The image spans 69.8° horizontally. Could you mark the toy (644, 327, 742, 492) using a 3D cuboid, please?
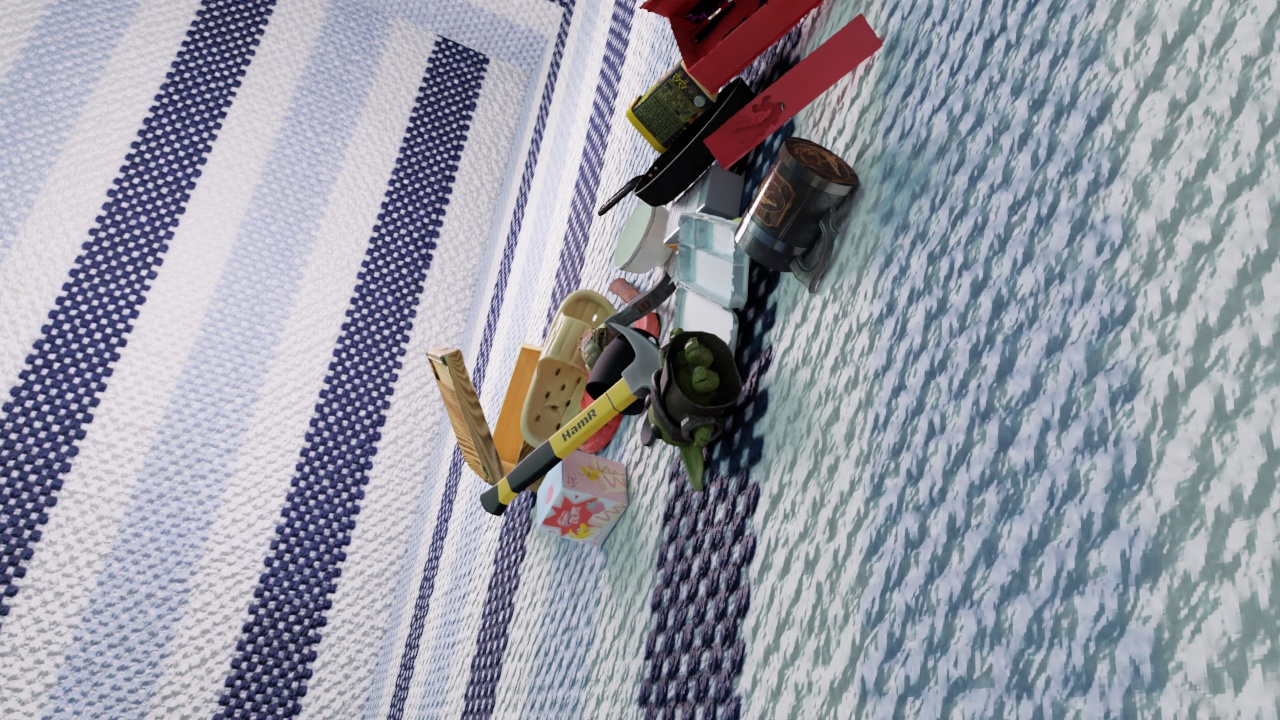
[{"bbox_3d":[0.050,0.036,0.984,0.153,0.078,0.179,114,147,-56],"label":"toy"}]

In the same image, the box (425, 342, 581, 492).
[{"bbox_3d":[-0.250,0.093,1.562,0.279,0.263,0.269,-170,96,-70],"label":"box"}]

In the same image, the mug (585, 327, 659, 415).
[{"bbox_3d":[-0.007,0.007,1.215,0.119,0.085,0.100,-18,41,55],"label":"mug"}]

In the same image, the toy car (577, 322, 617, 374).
[{"bbox_3d":[-0.062,-0.024,1.306,0.047,0.047,0.111,-39,26,27],"label":"toy car"}]

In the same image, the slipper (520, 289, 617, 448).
[{"bbox_3d":[-0.106,0.017,1.410,0.079,0.111,0.261,-173,106,-83],"label":"slipper"}]

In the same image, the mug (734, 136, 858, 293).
[{"bbox_3d":[0.158,-0.139,0.891,0.115,0.079,0.107,57,133,34],"label":"mug"}]

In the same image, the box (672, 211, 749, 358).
[{"bbox_3d":[0.079,-0.075,1.073,0.209,0.037,0.190,-140,50,-71],"label":"box"}]

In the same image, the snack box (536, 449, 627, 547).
[{"bbox_3d":[-0.079,0.183,1.224,0.093,0.094,0.079,-59,22,33],"label":"snack box"}]

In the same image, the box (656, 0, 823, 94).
[{"bbox_3d":[0.065,-0.580,1.157,0.215,0.138,0.467,-34,68,28],"label":"box"}]

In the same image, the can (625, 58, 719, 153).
[{"bbox_3d":[0.047,-0.348,1.229,0.101,0.072,0.130,-39,15,22],"label":"can"}]

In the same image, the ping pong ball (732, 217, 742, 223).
[{"bbox_3d":[0.116,-0.144,1.056,0.040,0.040,0.040,-162,91,-72],"label":"ping pong ball"}]

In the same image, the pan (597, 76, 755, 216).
[{"bbox_3d":[0.036,-0.265,1.275,0.203,0.044,0.357,-56,15,-30],"label":"pan"}]

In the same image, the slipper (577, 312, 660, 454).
[{"bbox_3d":[-0.047,0.032,1.339,0.249,0.059,0.103,-62,20,25],"label":"slipper"}]

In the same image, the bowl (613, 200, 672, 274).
[{"bbox_3d":[0.013,-0.175,1.347,0.118,0.061,0.117,-53,22,33],"label":"bowl"}]

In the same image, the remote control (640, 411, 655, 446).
[{"bbox_3d":[0.024,0.051,1.188,0.046,0.009,0.124,-162,90,-72],"label":"remote control"}]

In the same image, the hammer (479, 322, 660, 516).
[{"bbox_3d":[-0.087,0.091,1.161,0.325,0.034,0.169,-40,54,17],"label":"hammer"}]

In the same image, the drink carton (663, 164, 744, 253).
[{"bbox_3d":[0.081,-0.193,1.193,0.125,0.048,0.076,145,140,-62],"label":"drink carton"}]

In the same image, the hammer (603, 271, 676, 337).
[{"bbox_3d":[-0.015,-0.097,1.360,0.111,0.028,0.300,-35,13,-1],"label":"hammer"}]
